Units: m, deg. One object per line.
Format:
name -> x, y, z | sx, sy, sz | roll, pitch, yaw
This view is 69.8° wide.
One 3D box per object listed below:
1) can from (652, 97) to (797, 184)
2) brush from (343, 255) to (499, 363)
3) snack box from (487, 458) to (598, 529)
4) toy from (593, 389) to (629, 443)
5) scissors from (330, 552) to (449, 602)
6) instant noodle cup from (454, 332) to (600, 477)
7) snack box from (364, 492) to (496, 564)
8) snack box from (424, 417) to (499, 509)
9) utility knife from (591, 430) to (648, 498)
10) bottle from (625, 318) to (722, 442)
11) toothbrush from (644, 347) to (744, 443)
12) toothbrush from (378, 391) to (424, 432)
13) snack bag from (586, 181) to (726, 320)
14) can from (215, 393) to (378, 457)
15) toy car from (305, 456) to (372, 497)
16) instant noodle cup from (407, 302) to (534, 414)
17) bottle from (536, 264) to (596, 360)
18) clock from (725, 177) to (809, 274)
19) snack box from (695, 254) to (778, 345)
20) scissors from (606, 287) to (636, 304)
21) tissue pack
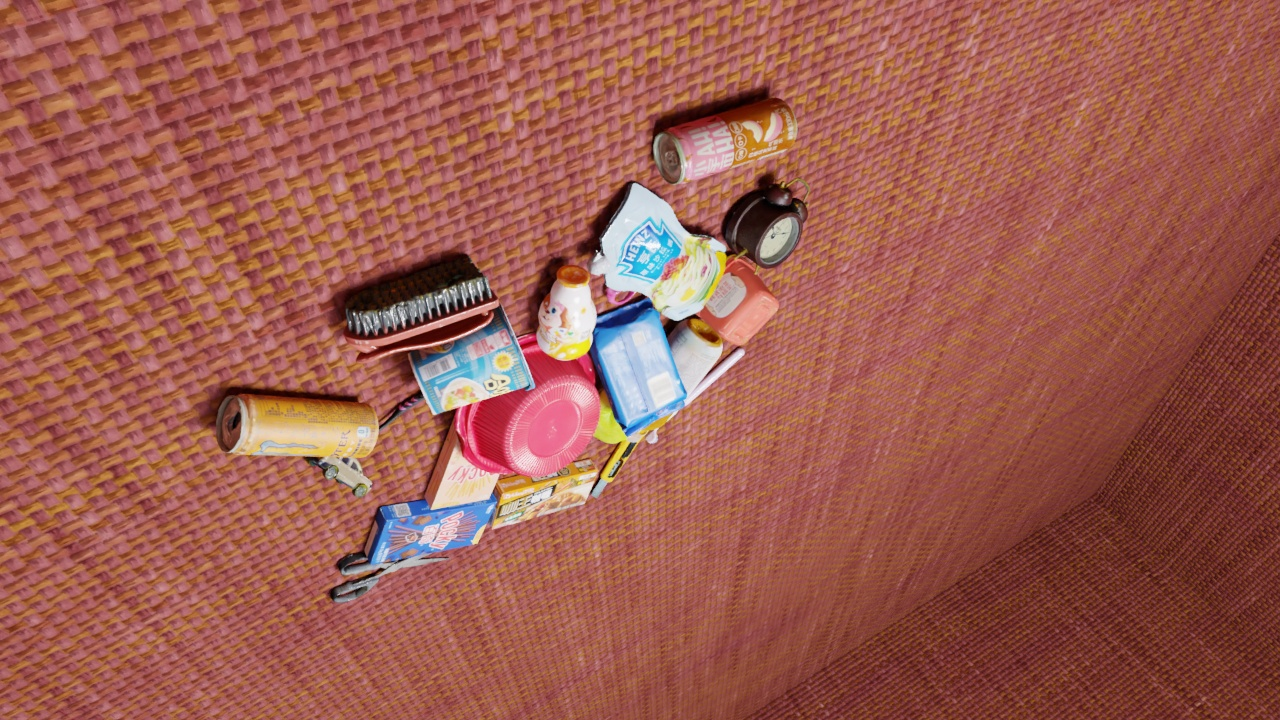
can -> 0.089, -0.227, 0.948 | 0.147, 0.058, 0.058 | -22, 144, -23
brush -> -0.213, -0.043, 0.886 | 0.145, 0.063, 0.069 | -22, 130, -21
snack box -> -0.136, 0.183, 1.266 | 0.153, 0.026, 0.075 | -10, 137, -35
toy -> -0.042, 0.073, 1.186 | 0.100, 0.097, 0.031 | 62, 39, -34
scissors -> -0.330, 0.273, 1.210 | 0.170, 0.014, 0.159 | -38, 149, -2
instant noodle cup -> -0.117, 0.066, 1.069 | 0.193, 0.066, 0.194 | -24, 132, -29
snack box -> -0.268, 0.213, 1.179 | 0.156, 0.026, 0.085 | -4, 134, -40
snack box -> -0.204, 0.117, 1.122 | 0.084, 0.026, 0.158 | -6, 135, -39
utility knife -> -0.024, 0.135, 1.321 | 0.033, 0.015, 0.193 | 3, 130, -41
bottle -> 0.032, 0.031, 1.198 | 0.068, 0.068, 0.190 | 5, 130, -46
toothbrush -> 0.078, 0.049, 1.309 | 0.189, 0.029, 0.021 | -44, 109, 8
toothbrush -> -0.243, 0.039, 1.005 | 0.189, 0.014, 0.018 | -35, 134, -5
snack bag -> 0.021, -0.114, 1.028 | 0.110, 0.039, 0.190 | -52, 141, 12
can -> -0.336, 0.066, 0.909 | 0.145, 0.058, 0.058 | 8, 126, -48
toy car -> -0.324, 0.117, 0.995 | 0.035, 0.042, 0.090 | -51, 143, -14
instant noodle cup -> -0.178, 0.004, 0.956 | 0.110, 0.099, 0.099 | -22, 145, -9
bottle -> -0.079, -0.053, 0.999 | 0.063, 0.063, 0.109 | -18, 142, -28
clock -> 0.155, -0.164, 1.085 | 0.122, 0.055, 0.082 | -53, 144, 10
snack box -> 0.117, -0.073, 1.142 | 0.091, 0.080, 0.082 | -47, 145, 14
scissors -> 0.018, -0.114, 1.063 | 0.137, 0.017, 0.077 | -26, 137, -24
tissue pack -> -0.007, 0.006, 1.113 | 0.094, 0.052, 0.157 | -25, 110, -15
